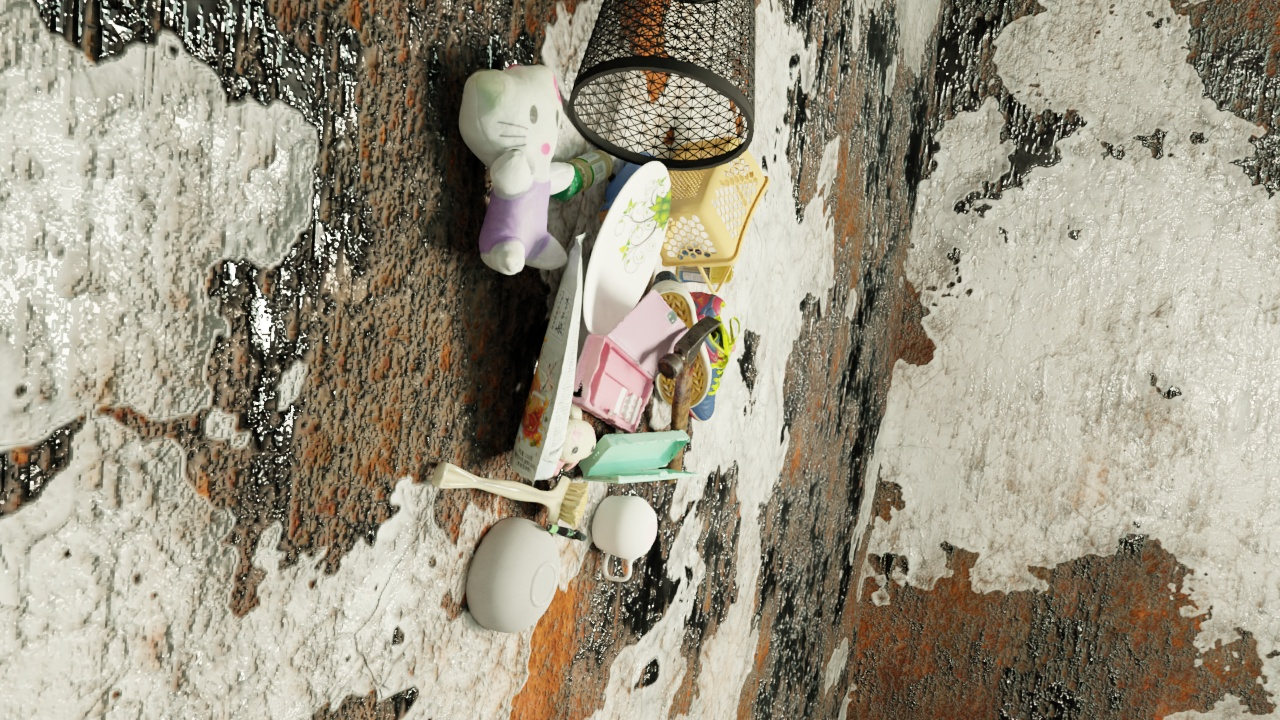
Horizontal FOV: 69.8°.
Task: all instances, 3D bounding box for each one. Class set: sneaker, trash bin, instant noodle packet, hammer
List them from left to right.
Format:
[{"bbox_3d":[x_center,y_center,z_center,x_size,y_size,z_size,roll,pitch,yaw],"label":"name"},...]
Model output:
[{"bbox_3d":[-0.095,-0.005,1.025,0.146,0.057,0.269,-103,-156,-73],"label":"instant noodle packet"},{"bbox_3d":[0.043,-0.389,1.097,0.217,0.217,0.243,40,56,-60],"label":"trash bin"},{"bbox_3d":[0.057,-0.032,1.372,0.079,0.087,0.236,-89,171,-51],"label":"sneaker"},{"bbox_3d":[0.064,0.076,1.365,0.119,0.033,0.331,-44,154,-33],"label":"hammer"},{"bbox_3d":[0.110,0.003,1.467,0.116,0.091,0.242,-55,144,-45],"label":"sneaker"}]

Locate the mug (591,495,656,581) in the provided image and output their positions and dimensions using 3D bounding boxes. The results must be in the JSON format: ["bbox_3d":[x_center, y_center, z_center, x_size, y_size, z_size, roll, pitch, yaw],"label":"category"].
[{"bbox_3d":[-0.022,0.254,1.301,0.090,0.076,0.124,17,83,-63],"label":"mug"}]

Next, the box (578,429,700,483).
[{"bbox_3d":[0.007,0.152,1.271,0.078,0.079,0.188,-47,152,26],"label":"box"}]

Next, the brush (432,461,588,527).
[{"bbox_3d":[-0.142,0.150,1.054,0.272,0.077,0.062,27,65,-57],"label":"brush"}]

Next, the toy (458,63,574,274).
[{"bbox_3d":[-0.126,-0.195,0.933,0.137,0.086,0.209,-18,109,-60],"label":"toy"}]

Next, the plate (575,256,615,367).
[{"bbox_3d":[-0.075,-0.046,1.164,0.172,0.019,0.173,-29,124,-58],"label":"plate"}]

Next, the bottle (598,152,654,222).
[{"bbox_3d":[-0.018,-0.219,1.191,0.130,0.048,0.048,-56,144,-40],"label":"bottle"}]

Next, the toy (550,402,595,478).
[{"bbox_3d":[-0.087,0.097,1.160,0.087,0.050,0.112,12,95,-64],"label":"toy"}]

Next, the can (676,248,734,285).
[{"bbox_3d":[0.103,-0.146,1.443,0.099,0.059,0.054,-14,110,-61],"label":"can"}]

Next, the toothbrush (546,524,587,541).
[{"bbox_3d":[-0.093,0.219,1.164,0.188,0.017,0.014,60,50,-74],"label":"toothbrush"}]

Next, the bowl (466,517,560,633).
[{"bbox_3d":[-0.139,0.256,1.082,0.131,0.064,0.132,-29,124,-58],"label":"bowl"}]

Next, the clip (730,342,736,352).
[{"bbox_3d":[0.148,-0.033,1.597,0.057,0.035,0.022,48,59,-53],"label":"clip"}]

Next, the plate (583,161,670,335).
[{"bbox_3d":[-0.026,-0.141,1.148,0.228,0.030,0.230,-56,160,-34],"label":"plate"}]

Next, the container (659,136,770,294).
[{"bbox_3d":[0.104,-0.210,1.340,0.167,0.129,0.183,56,45,-40],"label":"container"}]

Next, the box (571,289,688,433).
[{"bbox_3d":[-0.013,0.003,1.218,0.180,0.055,0.233,-57,159,-5],"label":"box"}]

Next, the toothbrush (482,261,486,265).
[{"bbox_3d":[-0.143,-0.194,0.988,0.017,0.016,0.190,23,77,-55],"label":"toothbrush"}]

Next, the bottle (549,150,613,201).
[{"bbox_3d":[-0.071,-0.223,1.092,0.109,0.043,0.043,-42,134,-54],"label":"bottle"}]
